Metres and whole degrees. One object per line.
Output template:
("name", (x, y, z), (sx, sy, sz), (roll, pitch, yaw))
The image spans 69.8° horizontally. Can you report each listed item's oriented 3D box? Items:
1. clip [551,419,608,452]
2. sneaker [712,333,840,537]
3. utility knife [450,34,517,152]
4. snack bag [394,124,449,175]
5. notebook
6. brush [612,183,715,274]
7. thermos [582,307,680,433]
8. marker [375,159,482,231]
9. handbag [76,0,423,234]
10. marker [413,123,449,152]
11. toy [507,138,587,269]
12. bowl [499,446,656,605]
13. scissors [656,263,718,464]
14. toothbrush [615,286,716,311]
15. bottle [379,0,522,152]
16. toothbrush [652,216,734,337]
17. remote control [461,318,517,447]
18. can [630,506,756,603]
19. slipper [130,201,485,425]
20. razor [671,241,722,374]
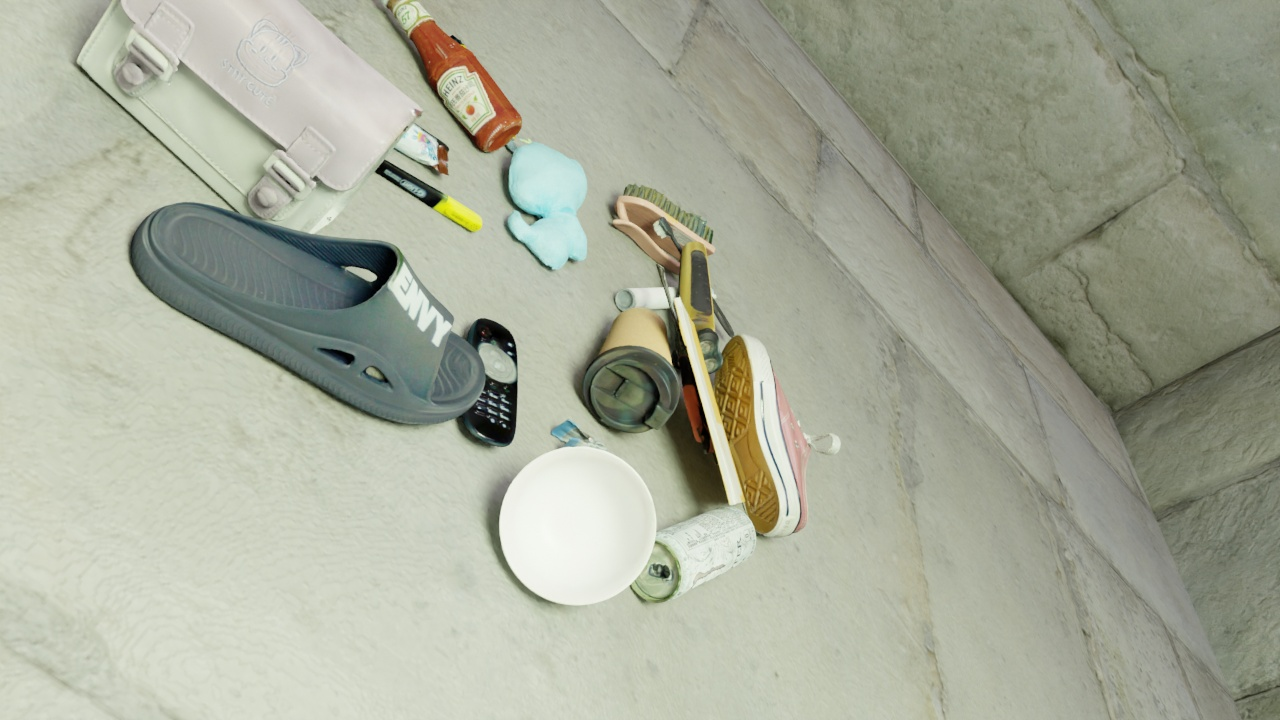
("clip", (-0.052, 0.077, 0.828), (0.058, 0.027, 0.044), (28, 30, -44))
("sneaker", (0.149, 0.082, 1.030), (0.087, 0.119, 0.240), (6, 57, -31))
("utility knife", (-0.180, -0.308, 1.063), (0.033, 0.015, 0.177), (-14, 71, -56))
("snack bag", (-0.228, -0.217, 0.885), (0.105, 0.026, 0.045), (30, 33, -39))
("notebook", (0.072, 0.047, 0.941), (0.146, 0.010, 0.206), (41, 33, -77))
("brush", (0.025, -0.166, 1.166), (0.145, 0.063, 0.073), (29, 67, -34))
("thermos", (-0.005, 0.005, 0.913), (0.093, 0.093, 0.143), (44, 23, -17))
("marker", (-0.202, -0.157, 0.867), (0.124, 0.018, 0.015), (30, 31, -34))
("handbag", (-0.280, -0.195, 0.666), (0.197, 0.145, 0.098), (44, 28, -15))
("marker", (-0.240, -0.238, 0.904), (0.123, 0.015, 0.018), (30, 41, -38))
("toy", (-0.101, -0.177, 1.004), (0.161, 0.050, 0.156), (-30, 91, -53))
("bowl", (-0.050, 0.128, 0.719), (0.118, 0.118, 0.065), (55, -10, 3))
("scissors", (0.051, 0.009, 0.969), (0.189, 0.015, 0.224), (66, 11, -45))
("toothbrush", (0.039, -0.077, 1.120), (0.220, 0.027, 0.026), (-9, 83, -58))
("bottle", (-0.209, -0.322, 0.994), (0.206, 0.060, 0.059), (53, 29, -1))
("toothbrush", (0.069, -0.101, 1.147), (0.181, 0.018, 0.015), (55, 31, -16))
("remote control", (-0.129, 0.020, 0.775), (0.053, 0.024, 0.136), (26, 38, -29))
("can", (0.049, 0.173, 0.832), (0.146, 0.058, 0.058), (-6, 63, -57))
("slipper", (-0.214, -0.041, 0.656), (0.268, 0.084, 0.110), (29, 36, -30))
("razor", (0.066, -0.066, 1.081), (0.062, 0.068, 0.167), (9, 62, -17))
